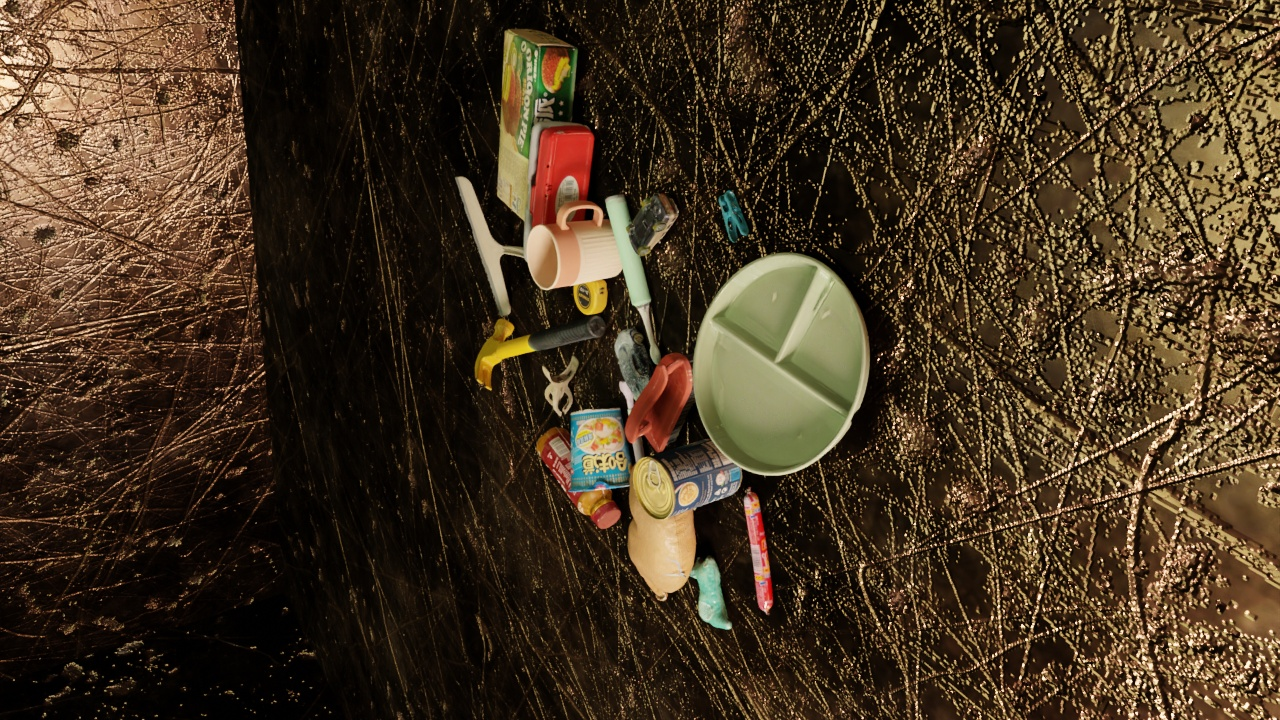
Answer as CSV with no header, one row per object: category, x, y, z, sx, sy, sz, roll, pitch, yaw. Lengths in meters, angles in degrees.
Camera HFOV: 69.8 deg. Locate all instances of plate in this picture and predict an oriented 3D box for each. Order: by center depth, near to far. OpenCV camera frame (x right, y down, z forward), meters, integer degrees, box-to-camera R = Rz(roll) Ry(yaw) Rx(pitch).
plate,0.142,0.004,0.946,0.231,0.027,0.230,-10,76,49

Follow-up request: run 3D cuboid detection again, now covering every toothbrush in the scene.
toothbrush,-0.006,-0.104,1.175,0.027,0.026,0.224,16,-121,-85
toothbrush,-0.002,0.119,1.251,0.029,0.021,0.189,-5,99,24

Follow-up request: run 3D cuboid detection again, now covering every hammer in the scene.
hammer,-0.157,-0.027,1.378,0.302,0.033,0.128,-12,47,48

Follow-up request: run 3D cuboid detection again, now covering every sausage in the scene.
sausage,0.140,0.224,1.080,0.020,0.020,0.156,1,102,55

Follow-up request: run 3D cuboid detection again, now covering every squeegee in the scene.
squeegee,-0.163,-0.152,1.377,0.247,0.039,0.247,22,136,44

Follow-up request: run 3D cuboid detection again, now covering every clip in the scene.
clip,0.102,-0.160,1.011,0.041,0.014,0.056,-25,82,55
clip,-0.119,0.037,1.382,0.034,0.064,0.098,49,144,37

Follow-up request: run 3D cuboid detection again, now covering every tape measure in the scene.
tape measure,-0.067,-0.093,1.264,0.060,0.028,0.057,32,125,47

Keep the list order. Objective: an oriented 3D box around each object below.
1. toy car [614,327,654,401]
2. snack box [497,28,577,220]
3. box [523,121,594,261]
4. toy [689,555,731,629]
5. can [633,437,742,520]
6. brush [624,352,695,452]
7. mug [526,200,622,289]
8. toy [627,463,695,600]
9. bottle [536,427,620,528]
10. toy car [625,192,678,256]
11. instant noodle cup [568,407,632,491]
toy car,-0.007,0.007,1.210,0.049,0.031,0.105,-41,66,52
snack box,-0.146,-0.321,1.261,0.114,0.063,0.240,44,134,49
box,-0.112,-0.221,1.238,0.068,0.090,0.202,37,129,43
toy,0.086,0.292,1.175,0.097,0.030,0.092,-5,92,63
can,0.057,0.138,1.089,0.075,0.111,0.075,21,117,49
brush,0.028,0.048,1.138,0.063,0.069,0.146,54,140,29
mug,-0.081,-0.154,1.195,0.081,0.105,0.115,43,133,40
toy,0.025,0.239,1.201,0.143,0.082,0.226,-123,32,-62
bottle,-0.091,0.175,1.363,0.175,0.057,0.058,49,137,36
toy car,0.013,-0.164,1.118,0.091,0.035,0.042,-49,59,51
instant noodle cup,-0.056,0.122,1.272,0.099,0.099,0.110,-13,81,56
